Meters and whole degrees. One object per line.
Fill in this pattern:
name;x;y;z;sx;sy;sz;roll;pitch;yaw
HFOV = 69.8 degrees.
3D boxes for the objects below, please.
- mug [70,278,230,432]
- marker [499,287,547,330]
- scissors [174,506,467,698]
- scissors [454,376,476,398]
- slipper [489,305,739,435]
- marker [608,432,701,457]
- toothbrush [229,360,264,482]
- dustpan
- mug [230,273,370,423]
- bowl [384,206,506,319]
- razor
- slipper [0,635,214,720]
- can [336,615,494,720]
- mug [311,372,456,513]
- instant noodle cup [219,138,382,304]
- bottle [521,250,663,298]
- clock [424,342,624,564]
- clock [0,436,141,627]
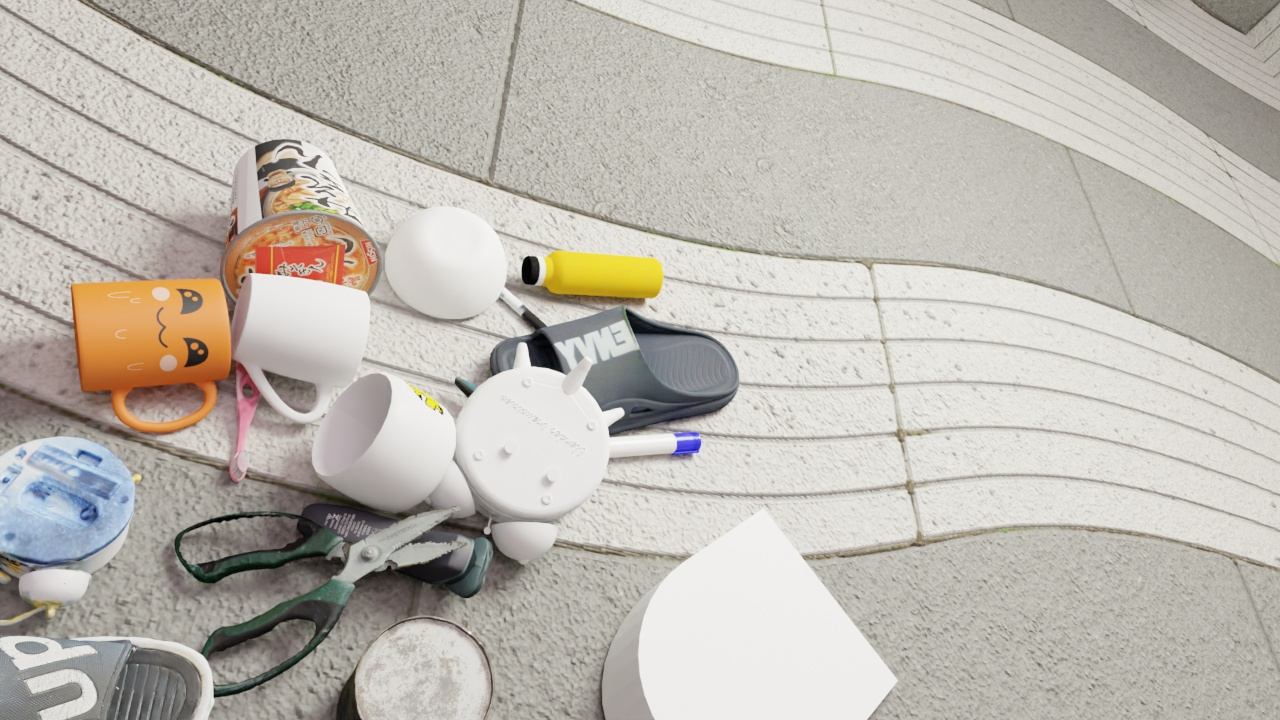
mug;-0.360;-0.003;0.678;0.095;0.078;0.112;-6;90;-33
marker;-0.143;-0.074;0.889;0.152;0.011;0.011;42;47;5
scissors;-0.228;0.130;0.649;0.209;0.015;0.137;-28;66;-23
scissors;-0.119;0.070;0.785;0.126;0.019;0.154;-10;68;-28
slipper;-0.005;0.005;0.859;0.267;0.084;0.110;-3;60;-32
marker;-0.008;0.080;0.842;0.141;0.020;0.020;-1;57;-30
toothbrush;-0.306;0.032;0.712;0.021;0.016;0.134;17;49;-35
dustpan;0.082;0.256;0.760;0.257;0.053;0.191;-19;67;-51
mug;-0.272;-0.009;0.721;0.087;0.081;0.114;13;79;-32
bowl;-0.177;-0.100;0.851;0.114;0.051;0.114;10;58;-16
razor;-0.183;0.137;0.682;0.143;0.052;0.047;20;54;-9
slipper;-0.383;0.202;0.510;0.263;0.063;0.111;7;54;-21
can;-0.151;0.226;0.612;0.089;0.075;0.089;14;52;-19
mug;-0.198;0.060;0.700;0.068;0.116;0.094;41;80;-40
instant noodle cup;-0.291;-0.115;0.772;0.123;0.124;0.121;-1;48;-30
bottle;-0.049;-0.087;0.929;0.143;0.043;0.043;1;56;-29
clock;-0.089;0.070;0.740;0.125;0.073;0.160;34;65;-6
clock;-0.383;0.109;0.586;0.089;0.052;0.125;28;47;-9
